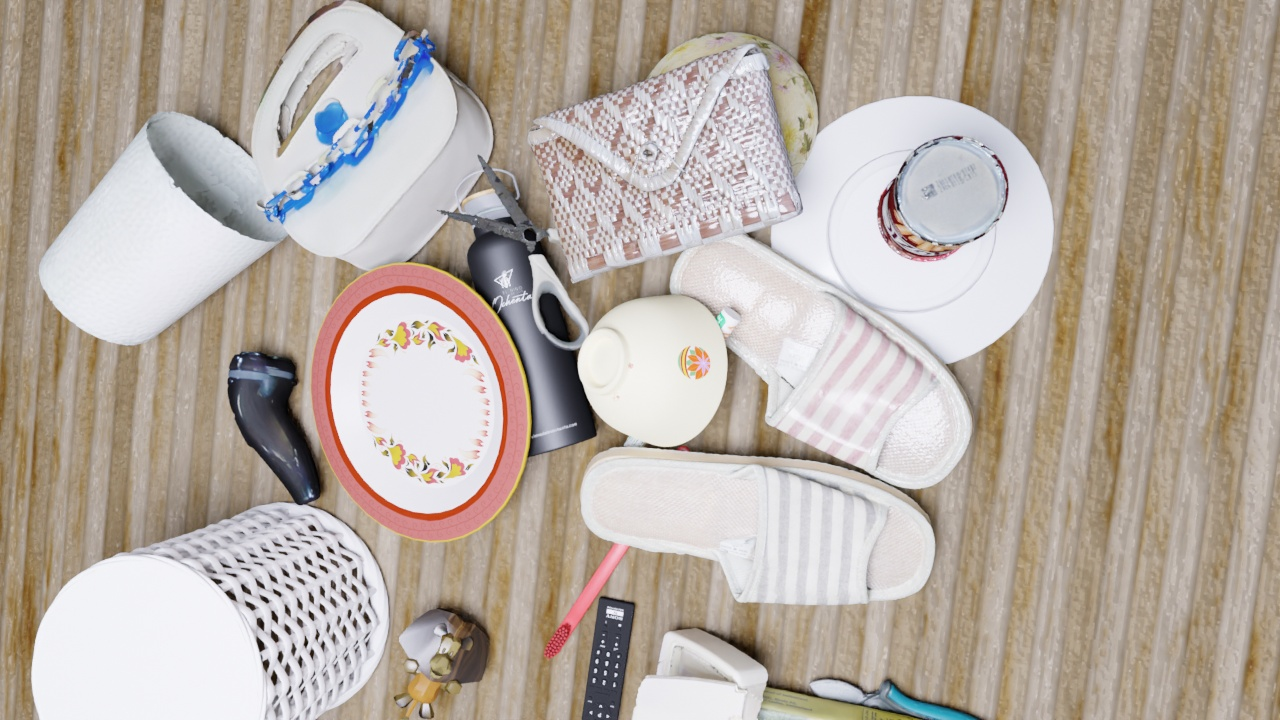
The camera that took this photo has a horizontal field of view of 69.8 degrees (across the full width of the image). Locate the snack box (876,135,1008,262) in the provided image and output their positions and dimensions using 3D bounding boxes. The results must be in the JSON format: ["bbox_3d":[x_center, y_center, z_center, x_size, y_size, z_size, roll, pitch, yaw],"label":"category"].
[{"bbox_3d":[0.203,-0.107,0.627,0.072,0.121,0.072,0,92,10],"label":"snack box"}]

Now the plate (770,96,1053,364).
[{"bbox_3d":[0.204,-0.097,0.698,0.209,0.015,0.208,0,92,11],"label":"plate"}]

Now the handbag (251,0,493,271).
[{"bbox_3d":[-0.238,-0.192,0.747,0.199,0.093,0.201,43,99,14],"label":"handbag"}]

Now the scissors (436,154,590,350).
[{"bbox_3d":[-0.071,-0.085,0.711,0.170,0.013,0.157,-8,86,-23],"label":"scissors"}]

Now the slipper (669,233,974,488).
[{"bbox_3d":[0.129,-0.002,0.692,0.263,0.052,0.115,39,108,10],"label":"slipper"}]

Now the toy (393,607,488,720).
[{"bbox_3d":[-0.171,0.257,0.758,0.076,0.063,0.100,31,79,-9],"label":"toy"}]

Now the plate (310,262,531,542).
[{"bbox_3d":[-0.181,0.035,0.752,0.230,0.021,0.230,5,100,28],"label":"plate"}]

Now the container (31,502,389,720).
[{"bbox_3d":[-0.327,0.222,0.725,0.189,0.186,0.189,0,92,11],"label":"container"}]

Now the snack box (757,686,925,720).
[{"bbox_3d":[0.157,0.325,0.699,0.181,0.045,0.121,9,102,14],"label":"snack box"}]

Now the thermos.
[{"bbox_3d":[-0.096,-0.042,0.735,0.061,0.061,0.231,-17,89,11],"label":"thermos"}]

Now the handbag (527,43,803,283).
[{"bbox_3d":[0.013,-0.138,0.657,0.186,0.046,0.124,-14,98,20],"label":"handbag"}]

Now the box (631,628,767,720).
[{"bbox_3d":[0.044,0.290,0.653,0.184,0.098,0.143,10,93,53],"label":"box"}]

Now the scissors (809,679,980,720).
[{"bbox_3d":[0.206,0.283,0.712,0.136,0.019,0.139,-24,93,16],"label":"scissors"}]

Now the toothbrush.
[{"bbox_3d":[-0.021,0.159,0.750,0.012,0.018,0.212,34,98,8],"label":"toothbrush"}]

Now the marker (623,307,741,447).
[{"bbox_3d":[0.030,0.019,0.715,0.017,0.017,0.146,39,116,7],"label":"marker"}]

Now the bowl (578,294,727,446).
[{"bbox_3d":[-0.004,0.004,0.685,0.118,0.074,0.118,-8,79,44],"label":"bowl"}]

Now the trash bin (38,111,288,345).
[{"bbox_3d":[-0.398,-0.101,0.761,0.161,0.133,0.133,-37,85,15],"label":"trash bin"}]

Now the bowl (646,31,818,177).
[{"bbox_3d":[0.059,-0.188,0.697,0.145,0.063,0.145,0,91,13],"label":"bowl"}]

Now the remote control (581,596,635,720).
[{"bbox_3d":[-0.029,0.267,0.760,0.030,0.009,0.140,9,94,10],"label":"remote control"}]

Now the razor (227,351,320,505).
[{"bbox_3d":[-0.308,0.056,0.789,0.063,0.053,0.140,-28,94,-22],"label":"razor"}]

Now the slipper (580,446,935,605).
[{"bbox_3d":[0.084,0.126,0.697,0.273,0.054,0.114,11,109,7],"label":"slipper"}]
